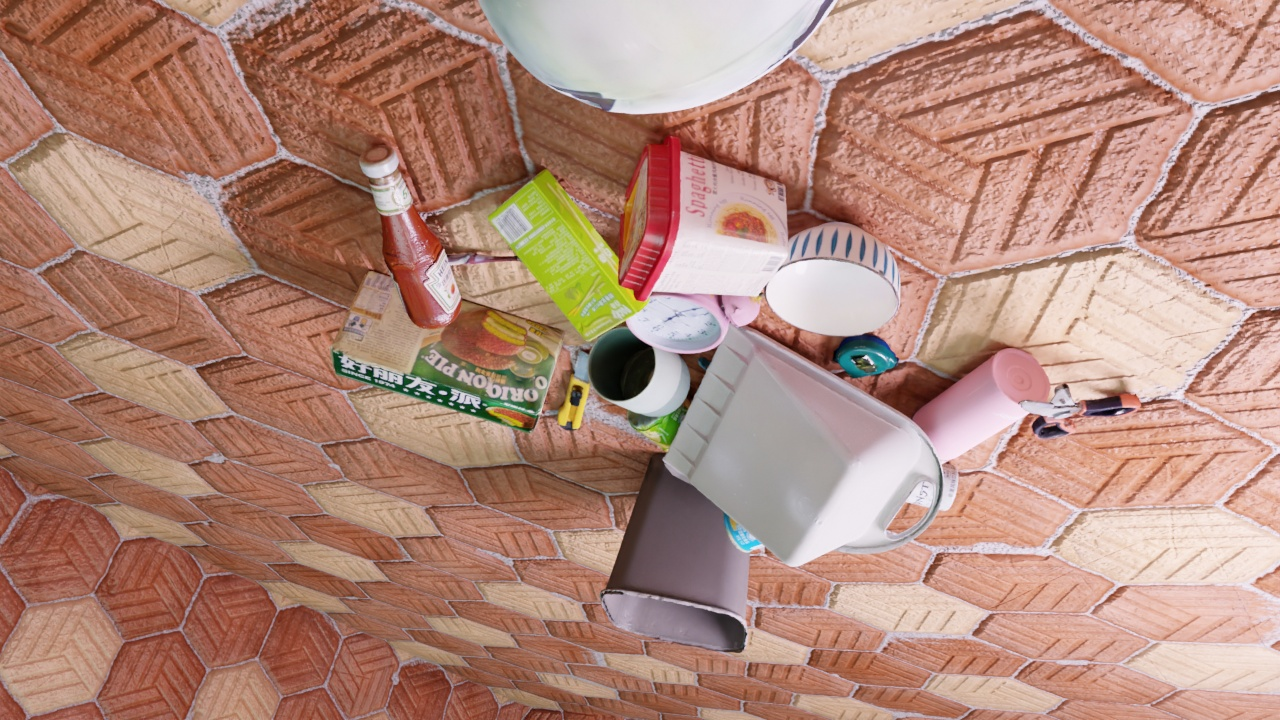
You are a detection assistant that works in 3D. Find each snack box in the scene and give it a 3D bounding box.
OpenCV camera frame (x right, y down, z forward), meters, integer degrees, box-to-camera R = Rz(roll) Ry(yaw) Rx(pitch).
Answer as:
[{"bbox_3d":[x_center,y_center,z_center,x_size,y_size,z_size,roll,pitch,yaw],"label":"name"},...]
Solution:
[{"bbox_3d":[-0.069,-0.096,0.868,0.156,0.026,0.086,51,139,-11],"label":"snack box"},{"bbox_3d":[-0.217,-0.010,1.050,0.240,0.114,0.063,17,149,-6],"label":"snack box"}]

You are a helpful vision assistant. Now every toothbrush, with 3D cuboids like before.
[{"bbox_3d":[-0.183,-0.110,0.965,0.188,0.016,0.017,2,140,21],"label":"toothbrush"}]

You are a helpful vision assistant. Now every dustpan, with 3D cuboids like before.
[{"bbox_3d":[0.188,0.107,1.011,0.142,0.257,0.223,-14,139,-41],"label":"dustpan"}]

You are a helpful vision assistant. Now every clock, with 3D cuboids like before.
[{"bbox_3d":[0.050,-0.063,0.896,0.117,0.059,0.159,29,145,-24],"label":"clock"}]

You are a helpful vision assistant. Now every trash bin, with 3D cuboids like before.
[{"bbox_3d":[0.066,0.266,1.282,0.199,0.219,0.199,8,150,10],"label":"trash bin"}]

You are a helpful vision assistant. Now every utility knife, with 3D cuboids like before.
[{"bbox_3d":[-0.084,0.043,1.176,0.033,0.015,0.219,13,150,-3],"label":"utility knife"}]

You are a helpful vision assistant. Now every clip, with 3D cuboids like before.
[{"bbox_3d":[0.091,0.011,1.049,0.034,0.013,0.055,-10,142,37],"label":"clip"}]

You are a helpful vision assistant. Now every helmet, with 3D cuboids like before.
[{"bbox_3d":[0.009,-0.238,0.536,0.259,0.145,0.229,-1,147,25],"label":"helmet"}]

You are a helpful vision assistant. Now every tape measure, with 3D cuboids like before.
[{"bbox_3d":[0.231,-0.003,0.951,0.058,0.025,0.054,-18,138,42],"label":"tape measure"}]

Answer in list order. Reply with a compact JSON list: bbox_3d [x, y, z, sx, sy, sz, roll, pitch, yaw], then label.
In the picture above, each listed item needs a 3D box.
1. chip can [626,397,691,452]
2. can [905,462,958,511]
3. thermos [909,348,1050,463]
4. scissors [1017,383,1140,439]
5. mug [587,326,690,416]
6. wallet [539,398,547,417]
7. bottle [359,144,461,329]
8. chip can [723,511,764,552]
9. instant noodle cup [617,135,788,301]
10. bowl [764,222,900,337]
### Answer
[{"bbox_3d":[0.072,0.103,1.152,0.073,0.072,0.221,-13,140,39],"label":"chip can"},{"bbox_3d":[0.309,0.140,1.123,0.147,0.058,0.058,13,150,2],"label":"can"},{"bbox_3d":[0.330,0.058,0.966,0.087,0.067,0.199,10,152,-15],"label":"thermos"},{"bbox_3d":[0.417,0.047,0.881,0.213,0.015,0.198,-7,160,-11],"label":"scissors"},{"bbox_3d":[-0.006,0.006,1.011,0.082,0.111,0.106,-44,153,10],"label":"mug"},{"bbox_3d":[-0.198,0.045,1.216,0.124,0.032,0.101,34,147,-28],"label":"wallet"},{"bbox_3d":[-0.231,-0.120,0.916,0.060,0.059,0.206,6,138,14],"label":"bottle"},{"bbox_3d":[0.203,0.167,1.089,0.211,0.071,0.071,-25,133,32],"label":"chip can"},{"bbox_3d":[0.053,-0.111,0.776,0.124,0.116,0.117,9,152,-13],"label":"instant noodle cup"},{"bbox_3d":[0.172,-0.079,0.810,0.116,0.066,0.117,12,151,6],"label":"bowl"}]
